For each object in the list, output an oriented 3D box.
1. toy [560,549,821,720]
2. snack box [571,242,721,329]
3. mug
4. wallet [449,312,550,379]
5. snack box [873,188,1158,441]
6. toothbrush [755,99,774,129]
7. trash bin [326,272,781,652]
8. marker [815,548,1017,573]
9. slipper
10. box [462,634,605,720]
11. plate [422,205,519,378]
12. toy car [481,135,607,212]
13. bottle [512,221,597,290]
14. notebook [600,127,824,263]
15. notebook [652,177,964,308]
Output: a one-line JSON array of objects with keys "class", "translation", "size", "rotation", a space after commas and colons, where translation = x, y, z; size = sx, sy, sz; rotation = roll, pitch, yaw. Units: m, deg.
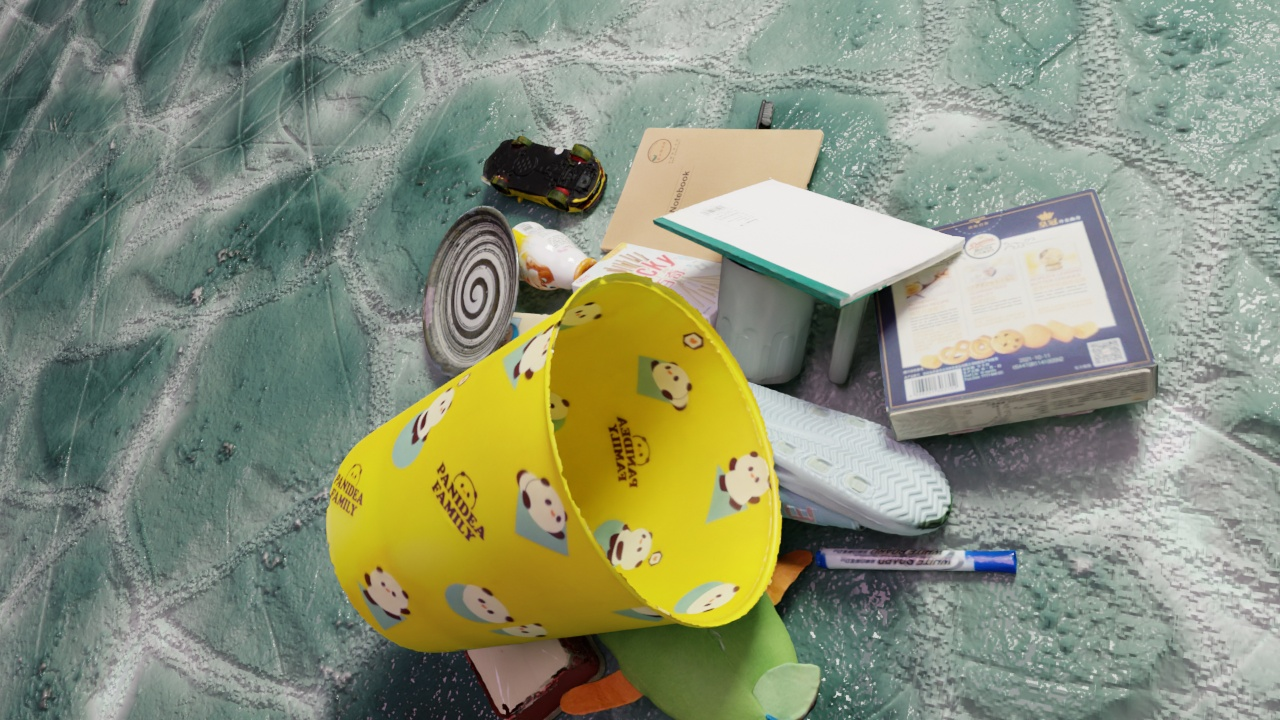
[{"class": "toy", "translation": [0.034, 0.198, 0.706], "size": [0.226, 0.090, 0.246], "rotation": [-32, 46, -12]}, {"class": "snack box", "translation": [0.021, -0.068, 0.865], "size": [0.157, 0.027, 0.084], "rotation": [17, 44, 32]}, {"class": "mug", "translation": [0.122, -0.038, 0.763], "size": [0.124, 0.103, 0.083], "rotation": [16, 32, 18]}, {"class": "wallet", "translation": [-0.141, -0.011, 0.948], "size": [0.115, 0.024, 0.087], "rotation": [6, 65, 29]}, {"class": "snack box", "translation": [0.275, -0.036, 0.706], "size": [0.178, 0.046, 0.182], "rotation": [-12, 48, 22]}, {"class": "toothbrush", "translation": [0.115, -0.178, 0.901], "size": [0.016, 0.014, 0.189], "rotation": [8, 69, 3]}, {"class": "trash bin", "translation": [-0.071, 0.092, 0.646], "size": [0.256, 0.229, 0.229], "rotation": [-24, 56, 34]}, {"class": "marker", "translation": [0.205, 0.150, 0.692], "size": [0.146, 0.017, 0.016], "rotation": [-5, 64, 26]}, {"class": "slipper", "translation": [0.117, 0.081, 0.718], "size": [0.245, 0.103, 0.074], "rotation": [22, 121, 20]}, {"class": "box", "translation": [-0.113, 0.217, 0.788], "size": [0.091, 0.076, 0.168], "rotation": [-42, 55, 4]}, {"class": "plate", "translation": [-0.170, -0.069, 0.941], "size": [0.180, 0.024, 0.179], "rotation": [-11, 75, 46]}, {"class": "toy car", "translation": [-0.107, -0.206, 1.011], "size": [0.156, 0.041, 0.071], "rotation": [19, 76, 31]}, {"class": "bottle", "translation": [-0.092, -0.102, 0.939], "size": [0.108, 0.063, 0.063], "rotation": [24, 79, 35]}, {"class": "notebook", "translation": [0.066, -0.165, 0.910], "size": [0.208, 0.008, 0.147], "rotation": [11, 75, 35]}, {"class": "notebook", "translation": [0.133, -0.105, 0.755], "size": [0.150, 0.012, 0.209], "rotation": [-24, 37, -32]}]
